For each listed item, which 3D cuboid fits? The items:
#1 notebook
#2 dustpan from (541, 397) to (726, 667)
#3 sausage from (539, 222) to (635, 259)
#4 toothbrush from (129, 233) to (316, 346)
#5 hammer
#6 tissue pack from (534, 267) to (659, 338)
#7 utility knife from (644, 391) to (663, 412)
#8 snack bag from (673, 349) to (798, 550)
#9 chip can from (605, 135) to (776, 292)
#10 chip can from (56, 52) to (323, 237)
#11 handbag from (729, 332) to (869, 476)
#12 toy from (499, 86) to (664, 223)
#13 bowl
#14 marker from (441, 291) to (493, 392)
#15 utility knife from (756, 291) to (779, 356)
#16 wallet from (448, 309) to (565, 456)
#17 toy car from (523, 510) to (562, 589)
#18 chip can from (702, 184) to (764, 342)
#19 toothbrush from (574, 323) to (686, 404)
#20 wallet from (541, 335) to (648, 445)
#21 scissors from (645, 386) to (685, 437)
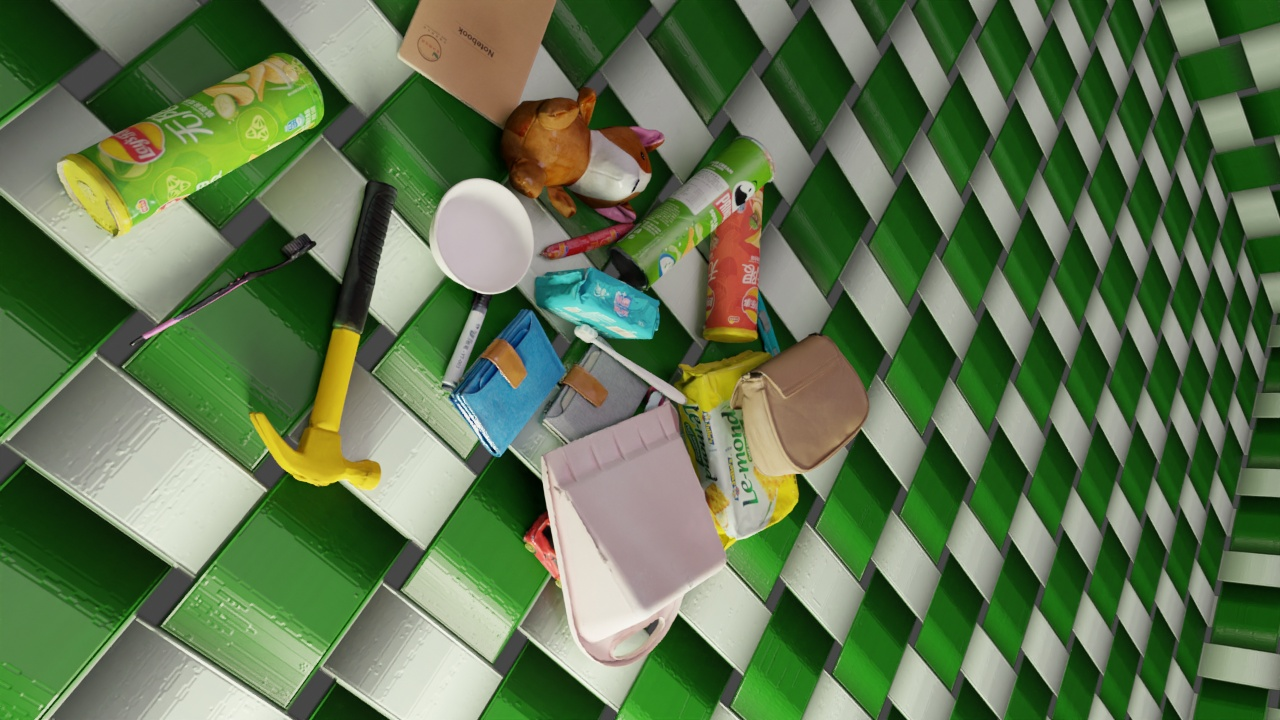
[{"bbox_3d":[-0.173,-0.380,1.021,0.147,0.008,0.207,30,68,-36],"label":"notebook"},{"bbox_3d":[-0.022,0.213,1.078,0.222,0.139,0.273,-16,77,-45],"label":"dustpan"},{"bbox_3d":[-0.059,-0.142,1.096,0.155,0.020,0.020,-24,102,-39],"label":"sausage"},{"bbox_3d":[-0.371,-0.066,0.821,0.188,0.014,0.018,-41,103,-35],"label":"toothbrush"},{"bbox_3d":[-0.283,-0.030,0.883,0.128,0.033,0.300,21,74,-40],"label":"hammer"},{"bbox_3d":[-0.050,-0.066,1.049,0.133,0.093,0.050,25,75,-38],"label":"tissue pack"},{"bbox_3d":[-0.018,0.132,1.095,0.034,0.018,0.218,36,72,-36],"label":"utility knife"},{"bbox_3d":[0.126,0.110,1.201,0.157,0.068,0.246,-16,96,-45],"label":"snack bag"},{"bbox_3d":[0.064,-0.183,1.134,0.235,0.072,0.072,-42,115,-18],"label":"chip can"},{"bbox_3d":[-0.374,-0.191,0.788,0.220,0.073,0.072,-46,115,-34],"label":"chip can"},{"bbox_3d":[0.199,0.058,1.169,0.203,0.100,0.148,-26,97,-44],"label":"handbag"},{"bbox_3d":[-0.057,-0.227,1.041,0.199,0.130,0.140,11,113,-50],"label":"toy"},{"bbox_3d":[-0.178,-0.126,0.960,0.118,0.065,0.118,3,85,-40],"label":"bowl"},{"bbox_3d":[-0.184,-0.028,0.979,0.022,0.018,0.130,26,69,-21],"label":"marker"},{"bbox_3d":[0.166,-0.071,1.291,0.029,0.013,0.176,-35,109,-39],"label":"utility knife"},{"bbox_3d":[-0.140,0.023,0.991,0.132,0.040,0.106,-55,137,-31],"label":"wallet"},{"bbox_3d":[-0.087,0.219,1.037,0.049,0.031,0.106,-48,119,-31],"label":"toy car"},{"bbox_3d":[0.126,-0.133,1.222,0.073,0.073,0.216,12,78,-40],"label":"chip can"},{"bbox_3d":[-0.006,0.006,1.091,0.180,0.016,0.016,35,53,-29],"label":"toothbrush"},{"bbox_3d":[-0.051,0.049,1.076,0.106,0.037,0.129,48,57,-28],"label":"wallet"},{"bbox_3d":[0.014,0.100,1.145,0.133,0.017,0.133,-17,101,-44],"label":"scissors"}]
